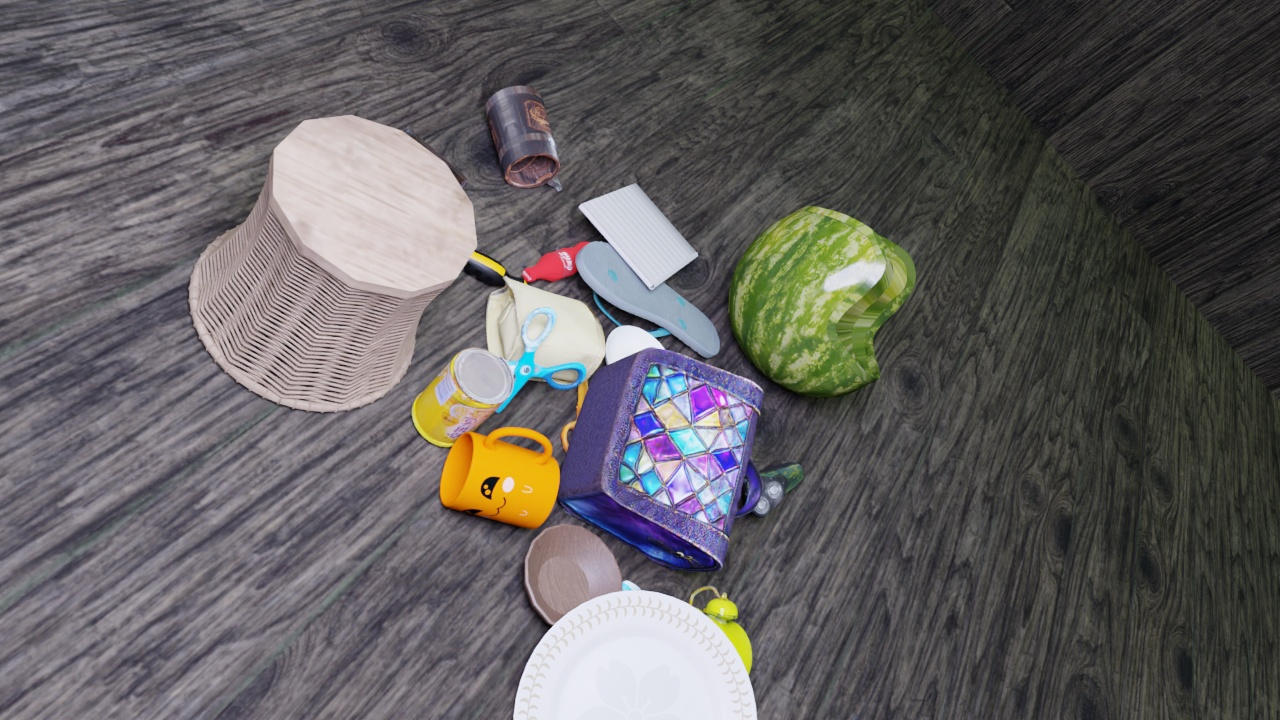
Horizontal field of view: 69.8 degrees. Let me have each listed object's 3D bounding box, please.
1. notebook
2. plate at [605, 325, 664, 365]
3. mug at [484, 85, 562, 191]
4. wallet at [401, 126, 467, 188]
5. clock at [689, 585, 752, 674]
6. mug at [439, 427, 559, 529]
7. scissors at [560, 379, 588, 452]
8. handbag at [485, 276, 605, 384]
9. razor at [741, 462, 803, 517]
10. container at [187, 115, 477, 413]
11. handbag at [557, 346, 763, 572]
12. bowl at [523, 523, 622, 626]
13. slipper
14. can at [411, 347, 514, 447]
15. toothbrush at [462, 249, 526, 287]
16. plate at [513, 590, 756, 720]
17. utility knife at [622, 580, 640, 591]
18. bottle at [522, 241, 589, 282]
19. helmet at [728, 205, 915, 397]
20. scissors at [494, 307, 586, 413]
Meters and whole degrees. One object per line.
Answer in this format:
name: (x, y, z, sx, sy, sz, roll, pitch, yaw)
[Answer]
notebook: (0.003, -0.177, 1.272, 0.142, 0.009, 0.209, 49, 26, -1)
plate: (-0.007, 0.007, 1.162, 0.104, 0.026, 0.104, 22, 49, -28)
mug: (-0.147, -0.289, 1.226, 0.115, 0.080, 0.107, 27, 42, -61)
wallet: (-0.270, -0.218, 1.098, 0.099, 0.031, 0.119, 42, 42, -14)
clock: (0.072, 0.301, 0.979, 0.057, 0.083, 0.119, 15, 56, -39)
mug: (-0.133, 0.109, 0.919, 0.096, 0.113, 0.077, 21, 31, -28)
scissors: (-0.065, 0.063, 1.083, 0.064, 0.013, 0.127, 21, 51, -30)
handbag: (-0.112, -0.033, 1.067, 0.119, 0.081, 0.111, 12, 47, -32)
razor: (0.177, 0.160, 1.182, 0.151, 0.067, 0.054, -14, 85, -54)
container: (-0.285, -0.094, 0.871, 0.226, 0.197, 0.226, 22, 49, -28)
handbag: (0.041, 0.112, 1.015, 0.222, 0.126, 0.204, 27, 66, -23)
bowl: (-0.074, 0.229, 0.944, 0.117, 0.030, 0.117, 22, 49, -28)
slipper: (0.003, -0.077, 1.222, 0.268, 0.055, 0.098, 28, 43, -38)
can: (-0.182, 0.038, 0.933, 0.067, 0.105, 0.067, 22, 50, -28)
toothbrush: (-0.150, -0.090, 1.110, 0.196, 0.031, 0.030, 30, 56, -27)
plate: (-0.003, 0.346, 0.883, 0.242, 0.016, 0.242, 6, 68, -15)
utility knife: (-0.049, 0.293, 0.934, 0.022, 0.015, 0.180, 43, 45, -3)
bottle: (-0.103, -0.122, 1.164, 0.118, 0.036, 0.036, -26, 80, -47)
helmet: (0.240, -0.078, 1.275, 0.243, 0.247, 0.212, 23, 9, 27)
scissors: (-0.114, 0.008, 1.009, 0.137, 0.134, 0.011, 27, 12, -37)
